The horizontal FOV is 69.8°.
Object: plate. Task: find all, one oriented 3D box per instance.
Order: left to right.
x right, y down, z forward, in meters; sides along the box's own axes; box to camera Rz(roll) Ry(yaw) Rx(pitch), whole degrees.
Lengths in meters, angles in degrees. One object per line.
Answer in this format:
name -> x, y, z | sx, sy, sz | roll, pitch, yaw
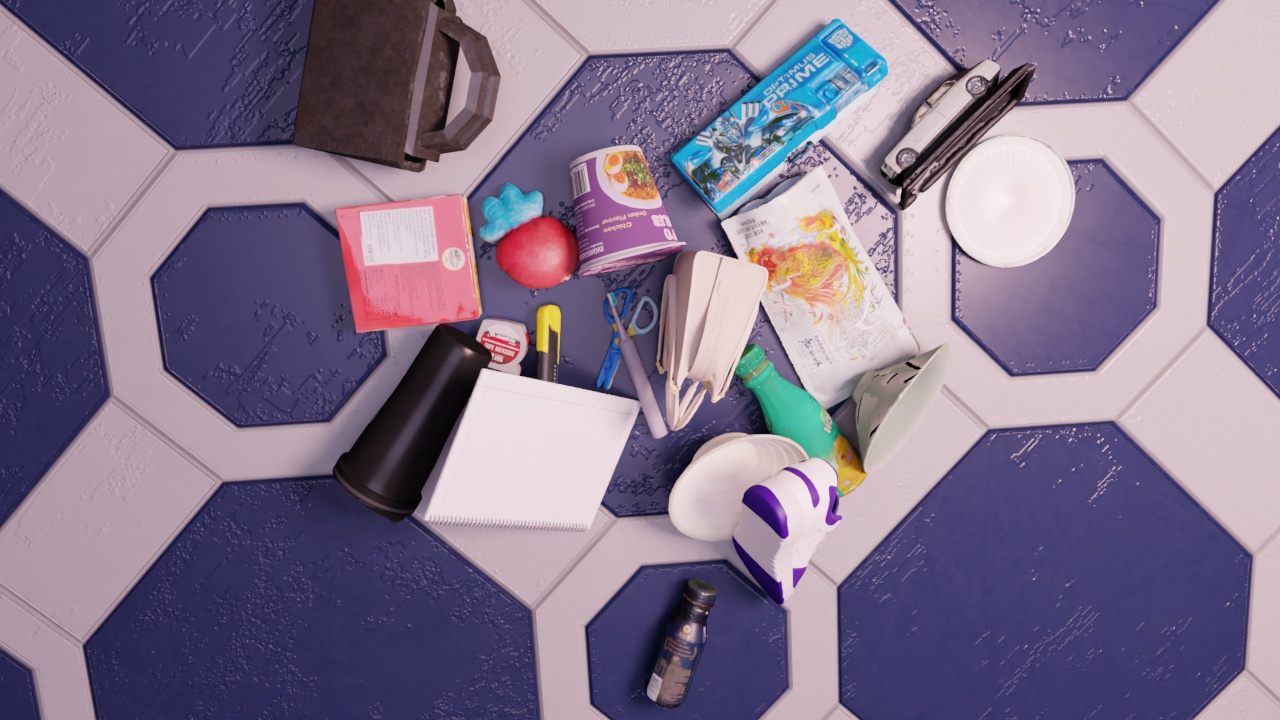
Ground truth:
plate -> 0.439, -0.190, 1.092 | 0.157, 0.014, 0.157 | -1, 101, -3

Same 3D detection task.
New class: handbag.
handbag -> -0.246, -0.304, 0.986 | 0.199, 0.102, 0.197 | 15, 100, 10
handbag -> 0.062, -0.017, 1.009 | 0.101, 0.194, 0.198 | 15, 96, -5

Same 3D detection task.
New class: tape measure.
tape measure -> -0.164, -0.018, 1.084 | 0.060, 0.020, 0.062 | 18, 100, 0

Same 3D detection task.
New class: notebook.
notebook -> -0.114, 0.111, 1.039 | 0.245, 0.013, 0.178 | 14, 102, -47

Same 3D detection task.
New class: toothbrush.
toothbrush -> -0.006, 0.006, 1.089 | 0.019, 0.018, 0.188 | -24, 107, -12

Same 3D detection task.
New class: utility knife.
utility knife -> -0.109, 0.029, 1.072 | 0.028, 0.020, 0.187 | 5, 85, -48

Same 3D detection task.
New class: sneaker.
sneaker -> 0.180, 0.194, 1.076 | 0.111, 0.245, 0.092 | -31, 57, -18

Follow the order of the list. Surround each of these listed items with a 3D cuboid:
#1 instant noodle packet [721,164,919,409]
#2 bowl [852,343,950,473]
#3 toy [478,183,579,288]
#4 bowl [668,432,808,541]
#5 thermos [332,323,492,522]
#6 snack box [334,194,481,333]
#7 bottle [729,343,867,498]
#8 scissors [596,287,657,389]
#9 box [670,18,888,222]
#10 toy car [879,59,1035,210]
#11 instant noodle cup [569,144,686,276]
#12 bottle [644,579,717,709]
instant noodle packet -> 0.215, -0.080, 1.082 | 0.147, 0.057, 0.269 | -31, 106, 5
bowl -> 0.290, 0.044, 1.082 | 0.068, 0.174, 0.174 | 34, 98, 28
toy -> -0.129, -0.139, 1.048 | 0.092, 0.062, 0.133 | -35, 82, -18
bowl -> 0.110, 0.136, 1.092 | 0.176, 0.057, 0.177 | -10, 131, -11
thermos -> -0.256, 0.068, 1.050 | 0.106, 0.105, 0.219 | 32, 97, -8
snack box -> -0.263, -0.112, 1.052 | 0.145, 0.040, 0.142 | -7, 101, -3
bottle -> 0.186, 0.070, 1.097 | 0.068, 0.068, 0.209 | -40, 100, 4
scissors -> -0.030, -0.025, 1.096 | 0.070, 0.022, 0.131 | 25, 102, -9
box -> 0.161, -0.267, 1.048 | 0.243, 0.085, 0.091 | -39, 63, 4
toy car -> 0.349, -0.268, 1.048 | 0.192, 0.094, 0.071 | -46, 74, 6
instant noodle cup -> -0.020, -0.170, 1.019 | 0.137, 0.121, 0.122 | -14, 90, 43
bottle -> 0.052, 0.353, 1.146 | 0.056, 0.056, 0.161 | 18, 99, -6
